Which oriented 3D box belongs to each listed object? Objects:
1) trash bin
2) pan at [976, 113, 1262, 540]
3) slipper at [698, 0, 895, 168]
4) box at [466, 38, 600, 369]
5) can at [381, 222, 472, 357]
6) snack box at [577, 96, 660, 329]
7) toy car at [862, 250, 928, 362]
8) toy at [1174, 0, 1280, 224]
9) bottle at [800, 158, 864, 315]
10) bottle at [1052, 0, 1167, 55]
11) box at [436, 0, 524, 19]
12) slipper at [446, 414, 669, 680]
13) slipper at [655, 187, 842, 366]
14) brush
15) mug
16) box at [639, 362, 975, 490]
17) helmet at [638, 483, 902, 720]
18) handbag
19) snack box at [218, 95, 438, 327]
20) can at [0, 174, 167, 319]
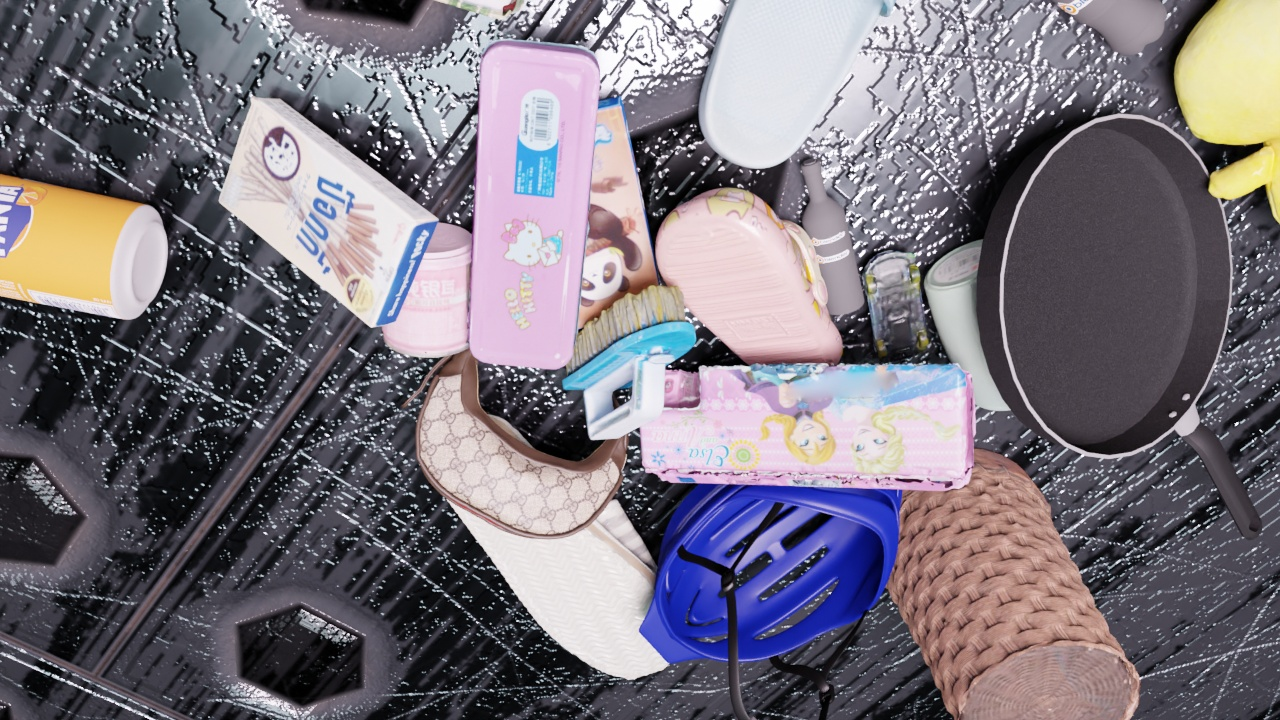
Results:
[{"bbox_3d":[0.270,0.185,0.697,0.151,0.209,0.151,-1,119,-2],"label":"trash bin"},{"bbox_3d":[0.353,0.000,0.639,0.225,0.034,0.356,-45,111,-16],"label":"pan"},{"bbox_3d":[0.107,-0.227,0.550,0.104,0.074,0.246,16,118,-11],"label":"slipper"},{"bbox_3d":[-0.070,-0.095,0.595,0.076,0.036,0.214,5,117,-5],"label":"box"},{"bbox_3d":[-0.147,-0.050,0.639,0.067,0.067,0.076,4,118,-4],"label":"can"},{"bbox_3d":[-0.040,-0.097,0.636,0.087,0.034,0.151,-11,117,5],"label":"snack box"},{"bbox_3d":[0.187,-0.041,0.676,0.039,0.027,0.090,-13,116,7],"label":"toy car"},{"bbox_3d":[0.423,-0.169,0.581,0.134,0.092,0.207,-29,118,16],"label":"toy"},{"bbox_3d":[0.132,-0.088,0.648,0.030,0.030,0.113,-17,117,7],"label":"bottle"},{"bbox_3d":[0.279,-0.233,0.572,0.110,0.036,0.036,29,113,-16],"label":"bottle"},{"bbox_3d":[-0.157,-0.282,0.527,0.205,0.050,0.118,13,114,-9],"label":"box"},{"bbox_3d":[-0.065,0.153,0.757,0.115,0.054,0.272,-37,104,15],"label":"slipper"},{"bbox_3d":[0.082,-0.060,0.639,0.093,0.081,0.197,-4,147,30],"label":"slipper"},{"bbox_3d":[-0.004,0.004,0.628,0.055,0.075,0.136,-1,163,-28],"label":"brush"},{"bbox_3d":[0.265,-0.038,0.659,0.111,0.084,0.104,-39,110,-13],"label":"mug"},{"bbox_3d":[0.109,0.038,0.636,0.231,0.084,0.077,-1,153,21],"label":"box"},{"bbox_3d":[0.109,0.162,0.669,0.242,0.227,0.148,-36,109,9],"label":"helmet"},{"bbox_3d":[-0.089,0.052,0.682,0.166,0.063,0.138,31,73,-8],"label":"handbag"},{"bbox_3d":[-0.205,-0.097,0.595,0.150,0.026,0.082,37,115,14],"label":"snack box"},{"bbox_3d":[-0.400,-0.078,0.609,0.142,0.079,0.079,11,117,-8],"label":"can"}]
